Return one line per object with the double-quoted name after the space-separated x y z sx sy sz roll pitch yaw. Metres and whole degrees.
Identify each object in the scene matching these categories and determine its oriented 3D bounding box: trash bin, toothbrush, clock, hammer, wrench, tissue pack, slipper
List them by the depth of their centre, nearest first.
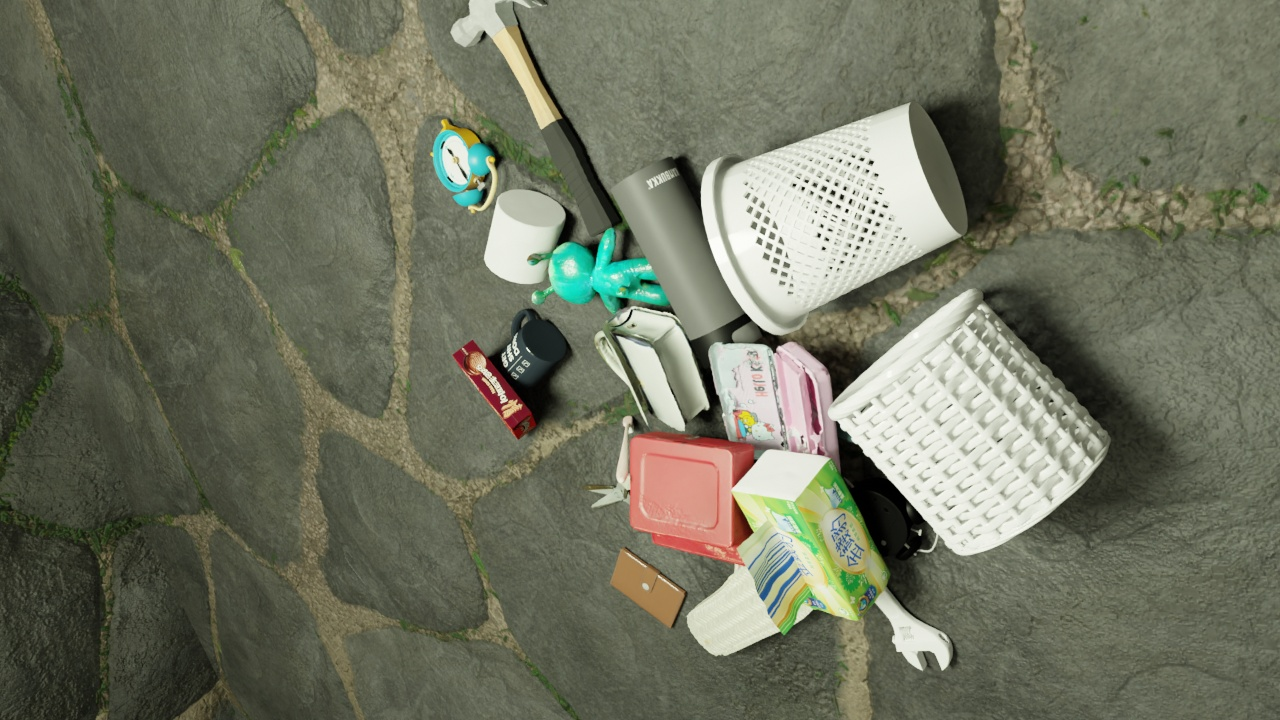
0.197 -0.148 0.903 0.200 0.195 0.195 -20 99 32 "trash bin"
0.178 0.220 1.046 0.120 0.141 0.198 -7 121 56 "tissue pack"
0.291 0.187 1.081 0.121 0.042 0.091 18 122 30 "clock"
0.286 0.275 1.148 0.273 0.018 0.066 51 132 7 "wrench"
-0.119 -0.311 1.153 0.131 0.039 0.328 -22 98 41 "hammer"
-0.019 0.118 1.212 0.016 0.181 0.018 -13 110 7 "toothbrush"
0.158 0.315 1.244 0.115 0.052 0.264 49 128 10 "slipper"
-0.243 -0.269 1.269 0.129 0.043 0.099 48 133 18 "clock"

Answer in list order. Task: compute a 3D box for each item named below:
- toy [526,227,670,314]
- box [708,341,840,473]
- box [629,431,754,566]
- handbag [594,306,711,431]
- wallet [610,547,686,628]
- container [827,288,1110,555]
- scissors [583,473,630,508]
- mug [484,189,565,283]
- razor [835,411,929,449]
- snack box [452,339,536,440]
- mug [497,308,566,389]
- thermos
-0.053 -0.105 1.173 0.193 0.072 0.131 6 128 19 "toy"
0.166 0.058 1.068 0.154 0.066 0.202 23 145 35 "box"
0.084 0.159 1.150 0.157 0.156 0.170 5 116 35 "box"
-0.007 0.007 1.183 0.176 0.073 0.151 20 141 46 "handbag"
0.009 0.348 1.401 0.121 0.013 0.088 32 128 21 "wallet"
0.316 0.059 0.899 0.187 0.188 0.190 49 132 6 "container"
-0.002 0.190 1.330 0.185 0.015 0.180 34 130 20 "scissors"
-0.159 -0.174 1.226 0.121 0.091 0.090 63 143 42 "mug"
0.261 0.078 1.053 0.143 0.052 0.047 8 117 46 "razor"
-0.212 0.047 1.347 0.132 0.035 0.152 51 170 6 "snack box"
-0.160 -0.023 1.316 0.078 0.071 0.105 -43 56 42 "mug"
0.057 -0.113 1.085 0.082 0.082 0.240 -24 96 42 "thermos"
